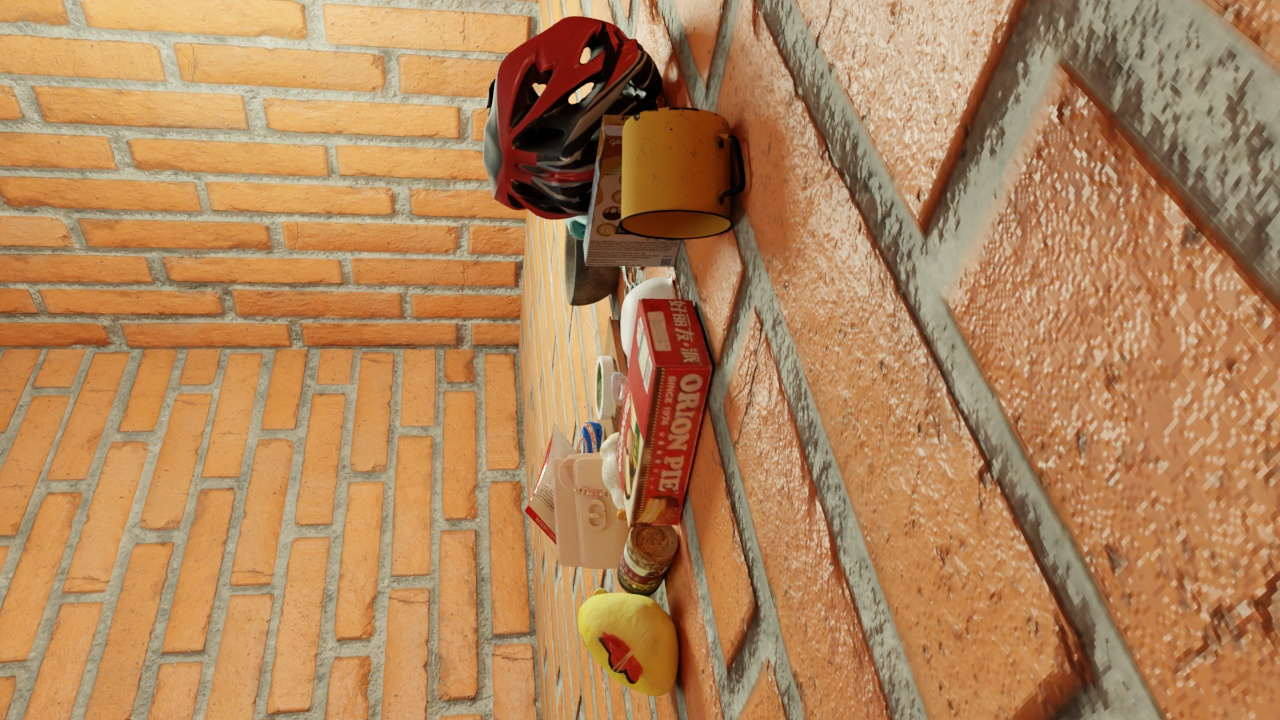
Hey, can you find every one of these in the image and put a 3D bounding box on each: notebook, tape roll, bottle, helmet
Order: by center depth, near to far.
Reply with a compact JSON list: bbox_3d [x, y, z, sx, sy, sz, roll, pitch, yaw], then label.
[{"bbox_3d":[-0.064,-0.268,1.042,0.271,0.167,0.218,-47,-24,-44],"label":"helmet"},{"bbox_3d":[0.007,0.227,1.054,0.105,0.056,0.056,105,162,-53],"label":"bottle"},{"bbox_3d":[-0.017,0.147,1.161,0.063,0.063,0.108,106,160,-56],"label":"bottle"},{"bbox_3d":[-0.052,0.040,1.338,0.094,0.018,0.094,180,91,-80],"label":"tape roll"},{"bbox_3d":[-0.041,0.066,1.388,0.169,0.022,0.211,-102,16,-49],"label":"notebook"}]

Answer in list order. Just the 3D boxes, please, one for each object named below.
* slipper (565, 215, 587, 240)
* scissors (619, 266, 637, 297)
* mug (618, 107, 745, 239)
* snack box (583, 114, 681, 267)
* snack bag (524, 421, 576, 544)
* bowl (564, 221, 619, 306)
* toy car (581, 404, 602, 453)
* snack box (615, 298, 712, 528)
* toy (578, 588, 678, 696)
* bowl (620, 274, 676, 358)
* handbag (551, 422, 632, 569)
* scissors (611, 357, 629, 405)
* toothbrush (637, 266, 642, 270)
[{"bbox_3d":[-0.055,-0.185,1.229,0.276,0.116,0.069,-129,58,-66],"label":"slipper"},{"bbox_3d":[-0.021,-0.111,1.304,0.159,0.014,0.121,-109,22,-52],"label":"scissors"},{"bbox_3d":[0.040,-0.165,0.803,0.124,0.100,0.094,-5,82,42],"label":"mug"},{"bbox_3d":[0.001,-0.172,0.962,0.186,0.101,0.031,105,162,-53],"label":"snack box"},{"bbox_3d":[-0.116,0.185,1.329,0.131,0.039,0.143,60,-143,-48],"label":"snack bag"},{"bbox_3d":[-0.076,-0.166,1.438,0.162,0.070,0.162,179,91,-79],"label":"bowl"},{"bbox_3d":[-0.082,0.121,1.443,0.062,0.033,0.092,-153,65,-73],"label":"toy car"},{"bbox_3d":[0.019,0.060,0.977,0.113,0.060,0.237,-103,17,-49],"label":"snack box"},{"bbox_3d":[-0.009,0.316,1.049,0.134,0.092,0.208,44,169,5],"label":"toy"},{"bbox_3d":[0.006,-0.041,1.066,0.115,0.050,0.114,179,91,-79],"label":"bowl"},{"bbox_3d":[-0.038,0.191,1.306,0.187,0.117,0.198,-4,-90,-69],"label":"handbag"},{"bbox_3d":[-0.016,0.019,1.147,0.174,0.013,0.171,-58,-27,-70],"label":"scissors"},{"bbox_3d":[0.010,-0.138,1.143,0.185,0.015,0.015,134,141,-77],"label":"toothbrush"}]
